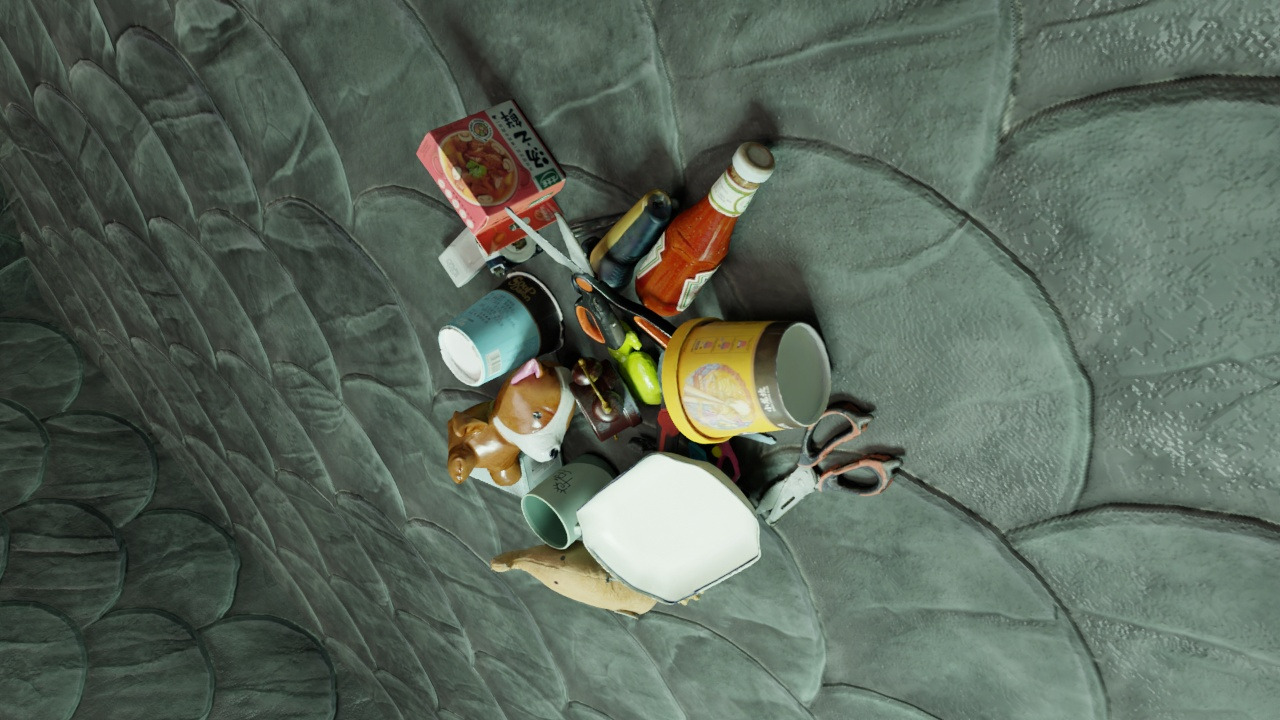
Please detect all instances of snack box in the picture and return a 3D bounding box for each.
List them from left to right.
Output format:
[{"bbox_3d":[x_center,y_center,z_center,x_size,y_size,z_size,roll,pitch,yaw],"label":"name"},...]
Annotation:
[{"bbox_3d":[-0.143,-0.188,0.934,0.127,0.113,0.044,55,143,-1],"label":"snack box"}]

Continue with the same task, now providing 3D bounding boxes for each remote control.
[{"bbox_3d":[-0.210,-0.132,1.127,0.049,0.024,0.125,57,144,-3],"label":"remote control"}]

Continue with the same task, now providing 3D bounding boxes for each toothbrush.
[{"bbox_3d":[-0.026,-0.141,0.924,0.181,0.018,0.015,-4,117,51],"label":"toothbrush"},{"bbox_3d":[0.048,0.118,1.013,0.189,0.016,0.014,20,124,45],"label":"toothbrush"}]

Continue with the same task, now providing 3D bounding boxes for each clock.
[{"bbox_3d":[-0.041,0.040,1.003,0.082,0.055,0.122,58,175,23],"label":"clock"}]

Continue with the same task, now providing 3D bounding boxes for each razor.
[{"bbox_3d":[-0.017,-0.115,0.889,0.168,0.062,0.067,-41,67,57],"label":"razor"}]

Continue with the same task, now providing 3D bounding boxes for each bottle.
[{"bbox_3d":[0.057,-0.114,0.818,0.060,0.059,0.207,49,143,8],"label":"bottle"}]

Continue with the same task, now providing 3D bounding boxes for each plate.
[{"bbox_3d":[0.031,0.182,1.014,0.162,0.034,0.267,44,138,-1],"label":"plate"}]

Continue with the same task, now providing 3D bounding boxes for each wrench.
[{"bbox_3d":[0.034,0.087,0.990,0.056,0.016,0.274,34,134,32],"label":"wrench"}]

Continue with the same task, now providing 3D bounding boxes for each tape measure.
[{"bbox_3d":[-0.148,-0.135,1.021,0.034,0.065,0.066,-13,110,47],"label":"tape measure"}]

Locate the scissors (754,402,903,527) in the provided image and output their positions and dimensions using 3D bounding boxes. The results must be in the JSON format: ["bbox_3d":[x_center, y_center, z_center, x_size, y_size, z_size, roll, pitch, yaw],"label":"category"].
[{"bbox_3d":[0.178,0.121,0.902,0.199,0.015,0.205,17,130,39],"label":"scissors"}]

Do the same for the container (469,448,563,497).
[{"bbox_3d":[-0.170,0.119,1.229,0.111,0.089,0.090,19,131,34],"label":"container"}]

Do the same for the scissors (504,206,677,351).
[{"bbox_3d":[-0.034,-0.065,0.879,0.228,0.021,0.221,31,160,8],"label":"scissors"}]

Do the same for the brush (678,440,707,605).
[{"bbox_3d":[0.053,0.194,1.084,0.083,0.045,0.255,40,138,36],"label":"brush"}]

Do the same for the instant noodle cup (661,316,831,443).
[{"bbox_3d":[0.100,0.015,0.830,0.115,0.118,0.118,-6,114,41],"label":"instant noodle cup"}]

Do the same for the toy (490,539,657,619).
[{"bbox_3d":[-0.076,0.270,1.171,0.225,0.082,0.144,24,156,-32],"label":"toy"}]

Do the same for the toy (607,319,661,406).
[{"bbox_3d":[-0.006,0.006,1.001,0.100,0.031,0.097,49,155,17],"label":"toy"}]

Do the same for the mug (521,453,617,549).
[{"bbox_3d":[-0.073,0.178,1.149,0.112,0.106,0.082,21,131,37],"label":"mug"}]

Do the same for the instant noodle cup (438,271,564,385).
[{"bbox_3d":[-0.169,-0.031,1.079,0.111,0.120,0.111,28,136,31],"label":"instant noodle cup"}]

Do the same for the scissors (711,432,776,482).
[{"bbox_3d":[0.082,0.070,0.965,0.135,0.017,0.133,23,126,28],"label":"scissors"}]

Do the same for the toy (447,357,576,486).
[{"bbox_3d":[-0.143,0.074,1.082,0.200,0.140,0.130,-43,62,20],"label":"toy"}]
